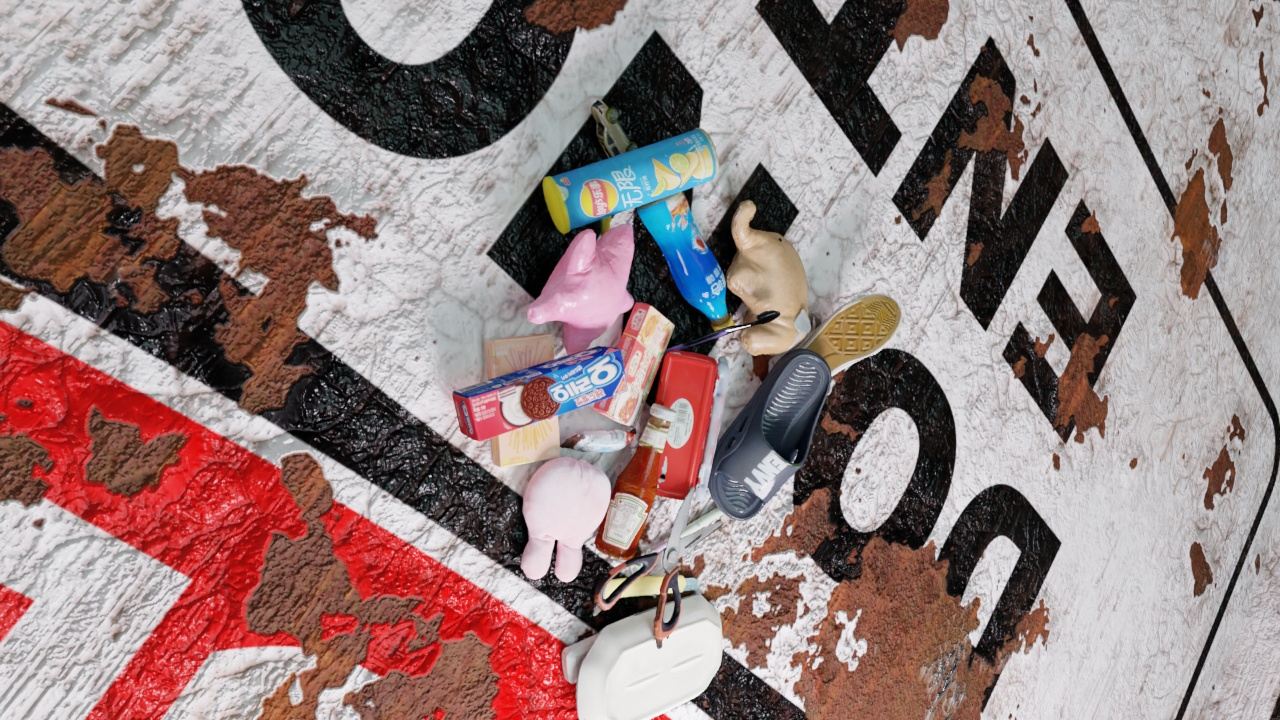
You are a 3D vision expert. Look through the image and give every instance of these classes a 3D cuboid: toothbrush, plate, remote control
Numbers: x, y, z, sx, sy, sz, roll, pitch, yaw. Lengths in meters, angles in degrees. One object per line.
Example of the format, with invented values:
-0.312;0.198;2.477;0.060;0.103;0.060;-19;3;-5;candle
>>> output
0.101;-0.036;1.253;0.189;0.016;0.014;-19;127;-2;toothbrush
0.026;0.421;1.261;0.265;0.034;0.162;-5;101;-41;plate
-0.048;0.389;1.232;0.124;0.024;0.049;-16;107;-34;remote control
0.062;0.247;1.298;0.189;0.029;0.020;-27;69;-31;toothbrush

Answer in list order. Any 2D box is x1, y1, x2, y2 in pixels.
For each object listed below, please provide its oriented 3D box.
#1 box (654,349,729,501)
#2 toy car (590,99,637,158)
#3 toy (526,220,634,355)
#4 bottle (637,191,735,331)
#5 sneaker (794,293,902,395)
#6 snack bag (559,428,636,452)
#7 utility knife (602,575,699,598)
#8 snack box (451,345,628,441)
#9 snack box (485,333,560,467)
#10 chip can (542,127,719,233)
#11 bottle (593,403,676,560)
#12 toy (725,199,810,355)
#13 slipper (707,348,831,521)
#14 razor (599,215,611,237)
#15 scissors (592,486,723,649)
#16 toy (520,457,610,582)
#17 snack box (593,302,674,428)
0.064;0.087;1.267;0.095;0.100;0.201;11;95;8;box
-0.036;-0.286;1.157;0.035;0.042;0.090;-34;121;-7;toy car
-0.055;-0.092;1.125;0.178;0.074;0.194;-55;155;-4;toy
0.069;-0.129;1.235;0.065;0.065;0.219;-41;117;-25;bottle
0.283;-0.015;1.384;0.241;0.088;0.118;-38;93;-4;sneaker
-0.053;0.105;1.189;0.105;0.045;0.026;1;67;-37;snack bag
0.013;0.314;1.270;0.178;0.019;0.031;6;96;-29;utility knife
-0.115;0.035;1.091;0.207;0.057;0.058;-18;105;-29;snack box
-0.144;0.048;1.127;0.084;0.026;0.157;-8;99;-34;snack box
-0.011;-0.224;1.131;0.210;0.071;0.071;-22;108;-15;chip can
-0.002;0.158;1.205;0.059;0.060;0.206;19;91;-35;bottle
0.178;-0.119;1.303;0.143;0.083;0.226;-26;107;-43;toy
0.187;0.107;1.297;0.110;0.083;0.268;30;92;-11;slipper
-0.050;-0.172;1.171;0.043;0.028;0.132;2;92;-32;razor
0.026;0.272;1.206;0.188;0.015;0.225;11;90;-35;scissors
-0.099;0.200;1.159;0.121;0.054;0.159;16;91;-34;toy
-0.007;0.007;1.204;0.075;0.025;0.152;36;74;-56;snack box
